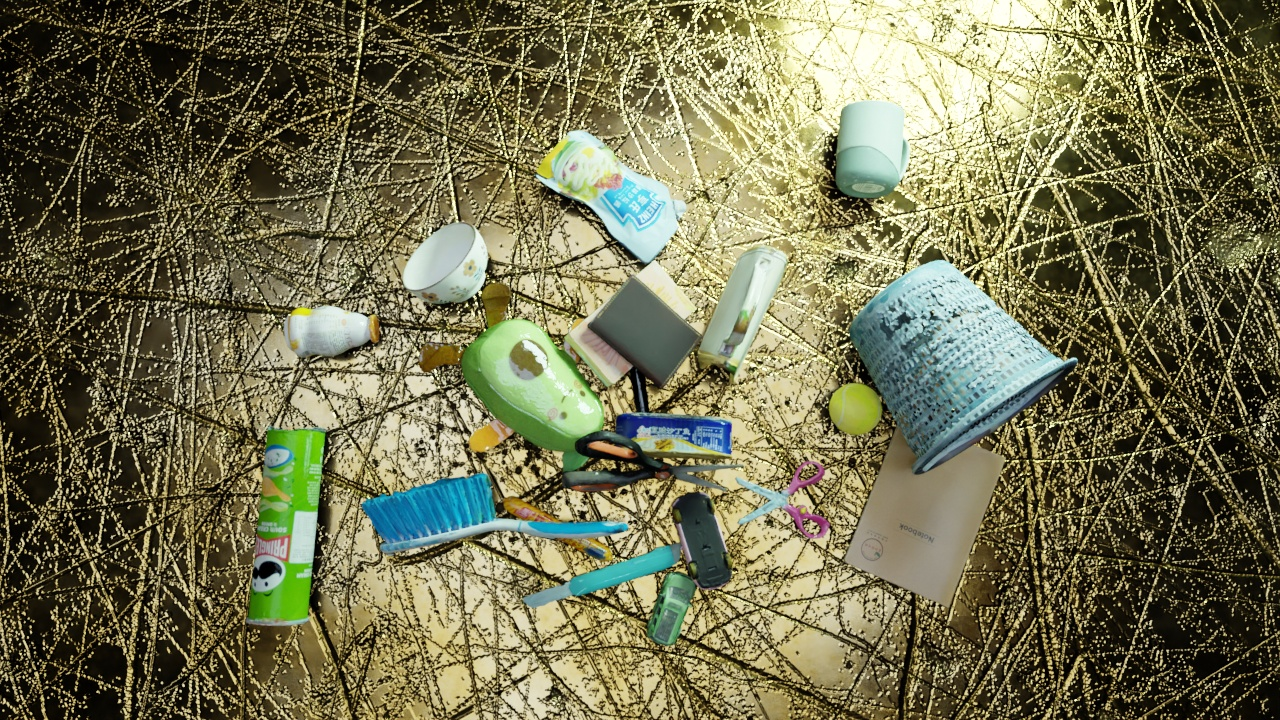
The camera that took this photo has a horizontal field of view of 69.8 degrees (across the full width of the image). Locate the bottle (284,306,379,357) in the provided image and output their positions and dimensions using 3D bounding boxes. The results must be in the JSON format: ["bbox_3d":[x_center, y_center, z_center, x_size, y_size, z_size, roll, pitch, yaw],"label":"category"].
[{"bbox_3d":[-0.385,-0.037,1.149,0.108,0.063,0.063,-3,83,-2],"label":"bottle"}]

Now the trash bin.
[{"bbox_3d":[0.368,-0.004,1.112,0.226,0.227,0.195,-31,70,-5],"label":"trash bin"}]

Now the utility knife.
[{"bbox_3d":[-0.045,0.271,1.152,0.209,0.013,0.029,-16,85,-7],"label":"utility knife"}]

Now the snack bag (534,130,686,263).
[{"bbox_3d":[-0.035,-0.217,1.191,0.191,0.039,0.110,36,56,4],"label":"snack bag"}]

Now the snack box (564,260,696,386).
[{"bbox_3d":[-0.012,-0.048,1.161,0.157,0.026,0.084,-43,93,-21],"label":"snack box"}]

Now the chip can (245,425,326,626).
[{"bbox_3d":[-0.429,0.198,1.117,0.072,0.072,0.236,4,83,-2],"label":"chip can"}]

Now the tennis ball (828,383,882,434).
[{"bbox_3d":[0.272,0.061,1.162,0.065,0.065,0.065,0,83,-2],"label":"tennis ball"}]

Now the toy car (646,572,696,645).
[{"bbox_3d":[0.039,0.309,1.141,0.043,0.036,0.091,20,79,1],"label":"toy car"}]

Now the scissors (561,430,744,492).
[{"bbox_3d":[0.005,0.132,1.116,0.221,0.222,0.021,-14,55,19],"label":"scissors"}]

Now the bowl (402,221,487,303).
[{"bbox_3d":[-0.236,-0.113,1.155,0.113,0.113,0.062,-44,129,-6],"label":"bowl"}]

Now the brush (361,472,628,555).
[{"bbox_3d":[-0.178,0.188,1.121,0.315,0.060,0.109,-13,90,6],"label":"brush"}]

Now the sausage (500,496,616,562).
[{"bbox_3d":[-0.103,0.212,1.152,0.165,0.021,0.021,28,83,1],"label":"sausage"}]

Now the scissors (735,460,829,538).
[{"bbox_3d":[0.186,0.173,1.173,0.133,0.017,0.128,26,85,5],"label":"scissors"}]

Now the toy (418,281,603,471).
[{"bbox_3d":[-0.141,0.023,1.136,0.247,0.090,0.226,41,68,0],"label":"toy"}]

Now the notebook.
[{"bbox_3d":[0.367,0.192,1.180,0.148,0.008,0.207,24,83,1],"label":"notebook"}]

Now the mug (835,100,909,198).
[{"bbox_3d":[0.309,-0.270,1.201,0.111,0.082,0.106,10,81,-33],"label":"mug"}]

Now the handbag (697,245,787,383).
[{"bbox_3d":[0.123,-0.063,1.115,0.063,0.179,0.163,24,84,5],"label":"handbag"}]

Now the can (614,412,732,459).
[{"bbox_3d":[0.041,0.095,1.146,0.148,0.075,0.049,3,80,-2],"label":"can"}]

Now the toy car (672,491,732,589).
[{"bbox_3d":[0.077,0.226,1.152,0.056,0.037,0.122,-13,72,-12],"label":"toy car"}]

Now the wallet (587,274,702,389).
[{"bbox_3d":[0.008,-0.037,1.140,0.122,0.020,0.096,41,64,-6],"label":"wallet"}]

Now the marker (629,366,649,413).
[{"bbox_3d":[-0.007,0.007,1.180,0.020,0.022,0.132,-12,83,32],"label":"marker"}]
